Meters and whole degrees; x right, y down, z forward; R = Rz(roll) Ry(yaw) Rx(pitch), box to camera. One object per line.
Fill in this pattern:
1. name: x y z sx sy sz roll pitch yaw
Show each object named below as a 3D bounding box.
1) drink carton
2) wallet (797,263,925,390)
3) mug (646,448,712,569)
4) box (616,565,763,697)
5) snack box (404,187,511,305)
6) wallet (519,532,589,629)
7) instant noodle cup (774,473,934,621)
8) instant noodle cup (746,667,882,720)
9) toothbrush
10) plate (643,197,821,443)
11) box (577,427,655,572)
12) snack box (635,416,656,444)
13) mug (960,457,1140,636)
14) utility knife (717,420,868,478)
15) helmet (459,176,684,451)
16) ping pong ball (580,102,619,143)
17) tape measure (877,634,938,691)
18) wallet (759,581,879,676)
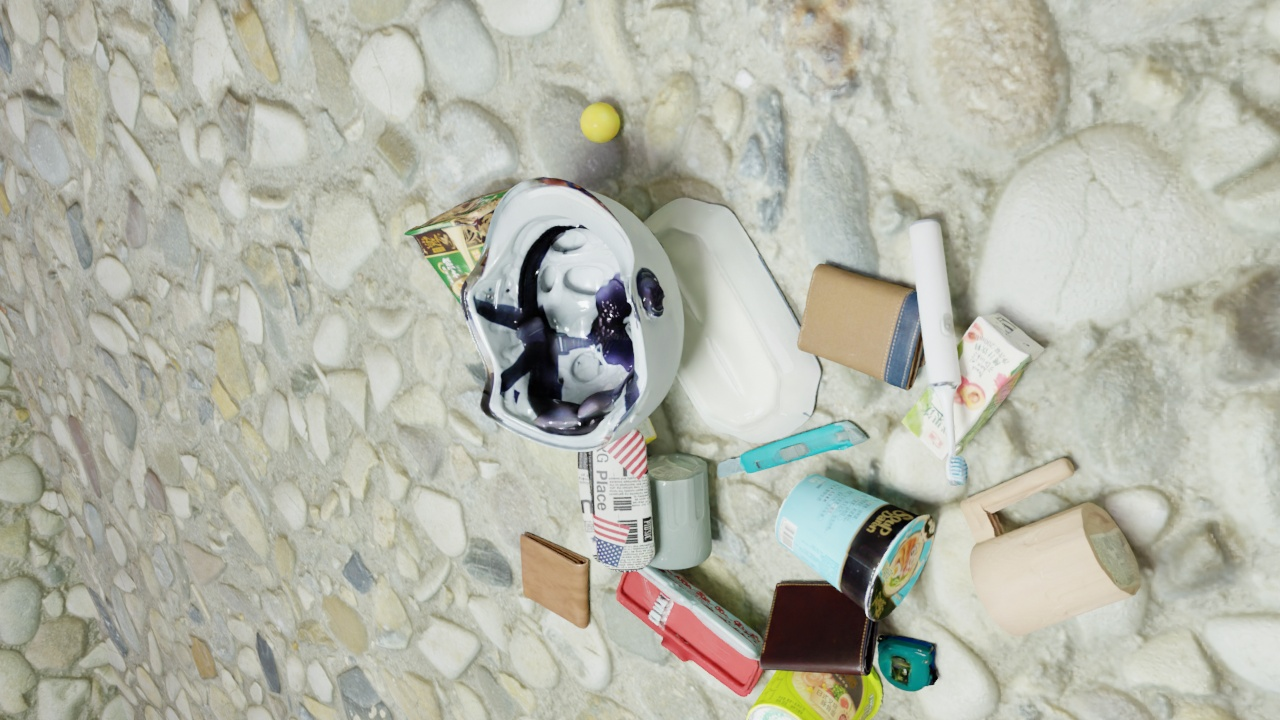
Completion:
1. drink carton: 0.281 0.023 0.779 0.053 0.045 0.123 47 128 29
2. wallet: 0.203 -0.032 0.830 0.115 0.033 0.090 21 116 31
3. mug: 0.025 0.158 1.017 0.124 0.083 0.103 27 124 57
4. box: 0.055 0.287 1.043 0.201 0.069 0.158 33 149 25
5. snack box: -0.178 -0.126 1.046 0.118 0.118 0.106 -5 114 39
6. wallet: -0.113 0.288 1.206 0.115 0.020 0.101 18 118 35
7. instant noodle cup: 0.197 0.167 0.870 0.120 0.111 0.111 28 122 37
8. instant noodle cup: 0.172 0.357 0.940 0.112 0.123 0.112 14 115 33
9. toothbrush: 0.248 -0.008 0.757 0.026 0.026 0.221 155 113 -67
10. plate: 0.072 -0.035 0.928 0.162 0.034 0.265 -31 86 41
11. box: -0.022 0.140 0.968 0.086 0.075 0.162 3 104 24
12. snack box: -0.039 0.040 1.017 0.087 0.033 0.140 -42 70 54
13. mug: 0.339 0.156 0.773 0.104 0.084 0.124 -37 56 39
14. utility knife: 0.147 0.094 0.933 0.186 0.013 0.029 -24 92 41
15. helmet: -0.047 -0.045 0.899 0.230 0.145 0.258 -2 95 38
16. ping pong ball: -0.041 -0.242 0.934 0.040 0.040 0.040 14 115 33
17. tape measure: 0.264 0.302 0.912 0.058 0.025 0.054 3 107 38
18. wallet: 0.181 0.268 0.928 0.123 0.096 0.020 -12 137 40
